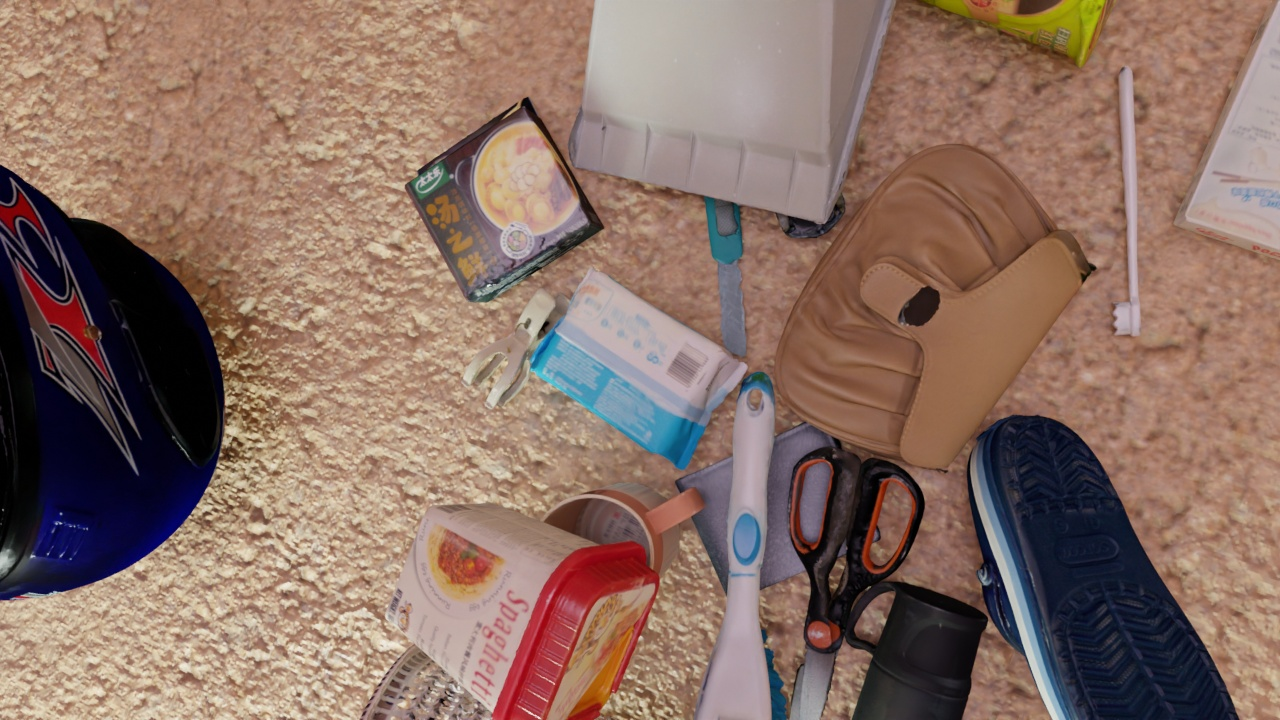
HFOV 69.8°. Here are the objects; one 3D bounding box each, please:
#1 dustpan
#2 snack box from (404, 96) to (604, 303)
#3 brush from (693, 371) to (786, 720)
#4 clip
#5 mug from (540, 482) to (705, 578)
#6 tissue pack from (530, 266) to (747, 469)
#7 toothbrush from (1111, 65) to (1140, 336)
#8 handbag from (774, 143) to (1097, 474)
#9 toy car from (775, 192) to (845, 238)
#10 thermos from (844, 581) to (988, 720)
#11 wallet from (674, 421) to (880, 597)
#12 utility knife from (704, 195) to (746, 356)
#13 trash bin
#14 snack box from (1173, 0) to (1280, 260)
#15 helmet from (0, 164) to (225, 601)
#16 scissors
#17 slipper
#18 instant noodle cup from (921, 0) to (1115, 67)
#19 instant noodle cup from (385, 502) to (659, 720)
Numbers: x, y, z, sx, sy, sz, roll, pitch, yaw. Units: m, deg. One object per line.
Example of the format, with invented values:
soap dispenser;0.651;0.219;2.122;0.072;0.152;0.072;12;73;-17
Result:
dustpan;0.079;-0.257;0.644;0.223;0.142;0.258;20;121;31
snack box;-0.108;-0.125;0.698;0.113;0.053;0.125;-31;87;11
brush;0.069;0.171;0.603;0.060;0.109;0.314;3;71;15
clip;-0.091;-0.011;0.694;0.035;0.074;0.100;40;101;13
mug;-0.007;0.120;0.634;0.115;0.105;0.081;-32;82;10
tissue pack;-0.004;0.004;0.659;0.140;0.063;0.090;33;94;11
toothbrush;0.321;-0.106;0.609;0.016;0.016;0.180;-1;89;19
handbag;0.183;-0.032;0.596;0.148;0.099;0.205;34;99;9
toy car;0.108;-0.135;0.652;0.049;0.031;0.105;-23;82;13
thermos;0.158;0.272;0.618;0.090;0.068;0.242;17;91;46
wallet;0.097;0.106;0.655;0.121;0.019;0.097;-25;83;9
utility knife;0.061;-0.111;0.672;0.029;0.013;0.219;-6;87;13
trash bin;-0.074;0.309;0.589;0.192;0.227;0.227;7;90;9
snack box;0.414;-0.146;0.581;0.085;0.027;0.157;23;94;13
helmet;-0.439;0.008;0.668;0.247;0.240;0.315;-9;97;13
scissors;0.138;0.175;0.612;0.139;0.021;0.235;-9;86;31
slipper;0.266;0.159;0.572;0.105;0.095;0.252;-11;68;-15
instant noodle cup;0.245;-0.260;0.590;0.123;0.111;0.112;23;94;21
instant noodle cup;-0.072;0.144;0.543;0.124;0.116;0.116;24;94;26
